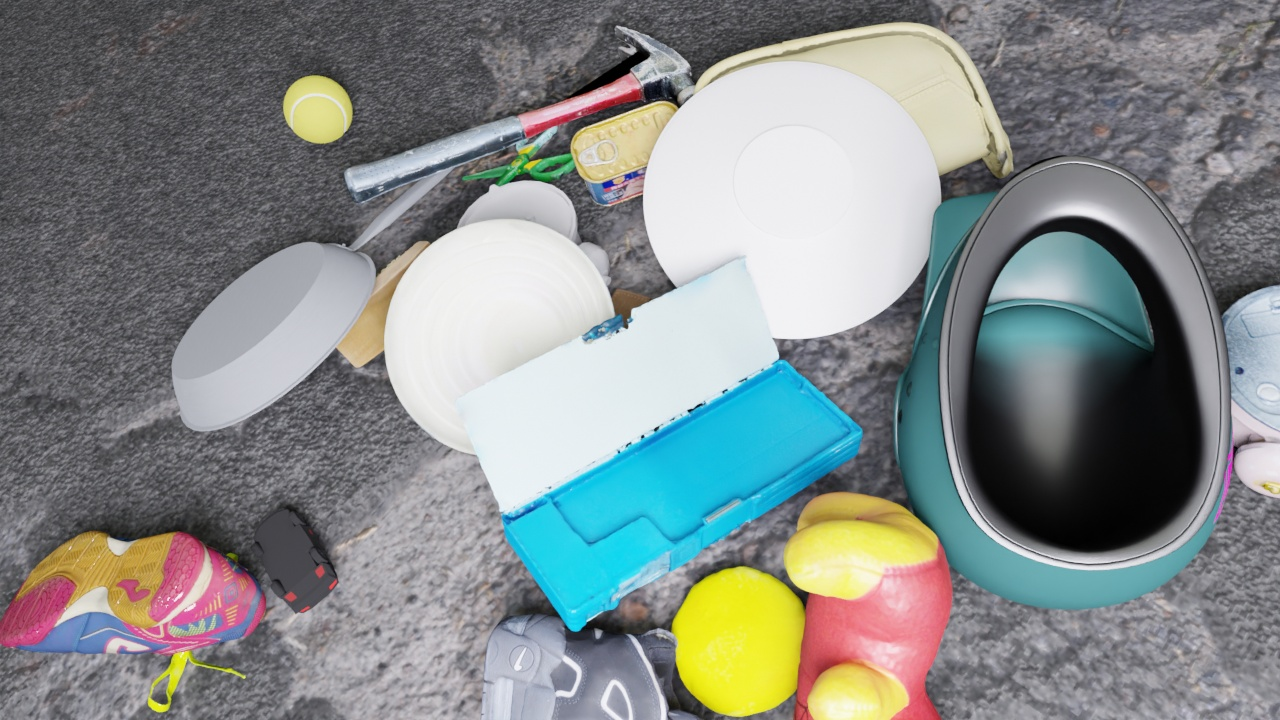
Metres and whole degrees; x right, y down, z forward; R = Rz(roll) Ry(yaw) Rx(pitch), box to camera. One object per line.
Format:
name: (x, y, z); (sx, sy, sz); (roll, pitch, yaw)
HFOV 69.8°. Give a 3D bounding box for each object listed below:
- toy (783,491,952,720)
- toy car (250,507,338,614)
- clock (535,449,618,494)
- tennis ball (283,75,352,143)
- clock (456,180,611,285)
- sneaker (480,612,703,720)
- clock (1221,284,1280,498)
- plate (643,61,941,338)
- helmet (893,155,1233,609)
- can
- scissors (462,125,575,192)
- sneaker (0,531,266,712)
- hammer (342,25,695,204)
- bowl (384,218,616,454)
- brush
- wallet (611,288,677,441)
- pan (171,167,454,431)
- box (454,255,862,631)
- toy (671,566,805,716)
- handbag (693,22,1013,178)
toy: (0.127, 0.186, 0.506); (0.099, 0.147, 0.216); (-4, 94, 23)
toy car: (-0.259, 0.150, 0.692); (0.042, 0.036, 0.092); (-41, 51, -10)
clock: (-0.032, 0.095, 0.674); (0.123, 0.042, 0.087); (34, 73, 21)
tennis ball: (-0.322, -0.250, 0.916); (0.065, 0.065, 0.065); (-6, 60, 9)
clock: (-0.092, -0.083, 0.772); (0.120, 0.061, 0.159); (-27, 57, -3)
sneaker: (-0.012, 0.265, 0.533); (0.151, 0.097, 0.252); (-12, 53, 10)
clock: (0.433, 0.029, 0.591); (0.117, 0.059, 0.157); (-12, 59, 7)
plate: (0.116, -0.131, 0.700); (0.229, 0.030, 0.229); (-1, 78, 4)
helmet: (0.245, 0.008, 0.557); (0.177, 0.200, 0.274); (-1, 82, 14)
can: (-0.007, -0.178, 0.801); (0.100, 0.059, 0.054); (-19, 76, 1)
scissors: (-0.110, -0.184, 0.851); (0.126, 0.011, 0.129); (-5, 46, 23)
sneaker: (-0.379, 0.191, 0.680); (0.242, 0.091, 0.116); (-12, 51, 28)
hammer: (-0.112, -0.218, 0.838); (0.326, 0.036, 0.140); (-22, 50, -9)
bowl: (-0.101, -0.015, 0.701); (0.177, 0.058, 0.176); (-1, 85, 8)
brush: (-0.218, -0.051, 0.790); (0.117, 0.049, 0.039); (-46, 43, -15)
wallet: (-0.004, 0.004, 0.723); (0.099, 0.027, 0.121); (18, 66, 23)
pan: (-0.270, -0.085, 0.798); (0.201, 0.051, 0.355); (7, 53, 43)
box: (0.013, 0.053, 0.634); (0.243, 0.070, 0.170); (-27, 79, -22)
toy: (0.065, 0.182, 0.598); (0.094, 0.041, 0.095); (-5, 60, 15)
handbag: (0.171, -0.190, 0.769); (0.233, 0.088, 0.190); (-23, 74, -1)
